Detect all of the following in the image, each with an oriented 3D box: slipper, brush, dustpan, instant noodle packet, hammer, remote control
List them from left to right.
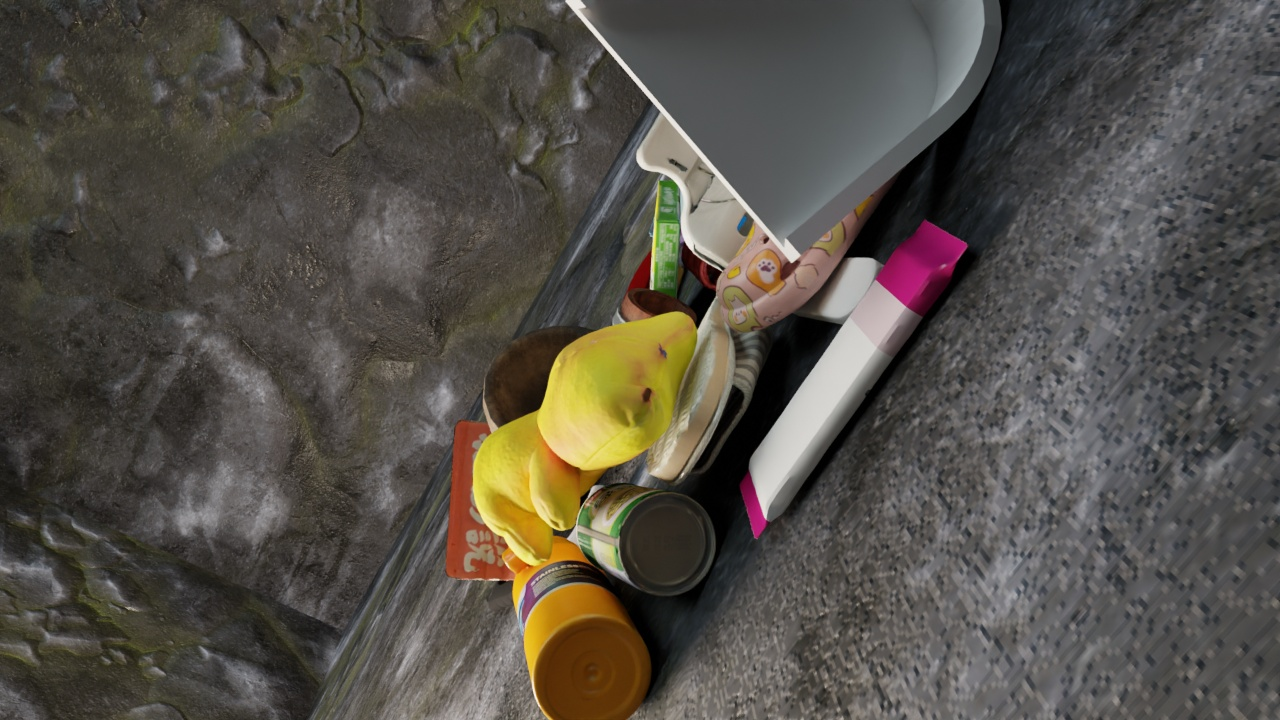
[{"bbox_3d":[-0.170,0.165,1.032,0.221,0.084,0.164,125,147,-73],"label":"instant noodle packet"},{"bbox_3d":[-0.107,0.224,0.943,0.325,0.029,0.126,-43,22,58],"label":"hammer"},{"bbox_3d":[0.006,-0.058,1.067,0.082,0.042,0.173,-46,19,51],"label":"brush"},{"bbox_3d":[0.054,0.013,0.690,0.115,0.054,0.272,-59,4,19],"label":"slipper"},{"bbox_3d":[0.080,-0.126,0.878,0.104,0.059,0.248,-58,11,15],"label":"slipper"},{"bbox_3d":[0.108,-0.111,0.625,0.197,0.081,0.093,-51,12,-4],"label":"slipper"},{"bbox_3d":[0.114,-0.205,0.553,0.257,0.191,0.053,-40,-1,-33],"label":"dustpan"},{"bbox_3d":[0.128,-0.048,0.612,0.043,0.013,0.136,-61,12,1],"label":"remote control"}]

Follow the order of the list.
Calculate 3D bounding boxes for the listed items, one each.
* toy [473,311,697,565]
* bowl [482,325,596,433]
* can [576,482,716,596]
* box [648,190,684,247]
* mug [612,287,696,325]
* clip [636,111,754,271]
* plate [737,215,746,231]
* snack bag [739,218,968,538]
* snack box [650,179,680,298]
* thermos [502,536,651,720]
[{"bbox_3d":[-0.042,0.044,0.637,0.194,0.087,0.134,-47,7,36],"label":"toy"},{"bbox_3d":[-0.075,0.048,0.921,0.070,0.162,0.161,96,-170,-52],"label":"bowl"},{"bbox_3d":[0.001,0.120,0.631,0.067,0.067,0.121,-64,13,-12],"label":"can"},{"bbox_3d":[0.090,-0.238,1.132,0.214,0.040,0.151,-61,25,3],"label":"box"},{"bbox_3d":[-0.005,0.005,0.813,0.111,0.081,0.117,-68,-8,25],"label":"mug"},{"bbox_3d":[0.070,-0.138,0.708,0.126,0.152,0.105,-59,-13,1],"label":"clip"},{"bbox_3d":[0.130,-0.180,0.764,0.225,0.024,0.223,-32,42,35],"label":"plate"},{"bbox_3d":[0.116,0.011,0.524,0.197,0.016,0.070,-58,11,15],"label":"snack bag"},{"bbox_3d":[0.023,-0.078,0.905,0.131,0.027,0.168,-85,-2,-63],"label":"snack box"},{"bbox_3d":[-0.055,0.180,0.677,0.233,0.076,0.091,-161,55,-78],"label":"thermos"}]
